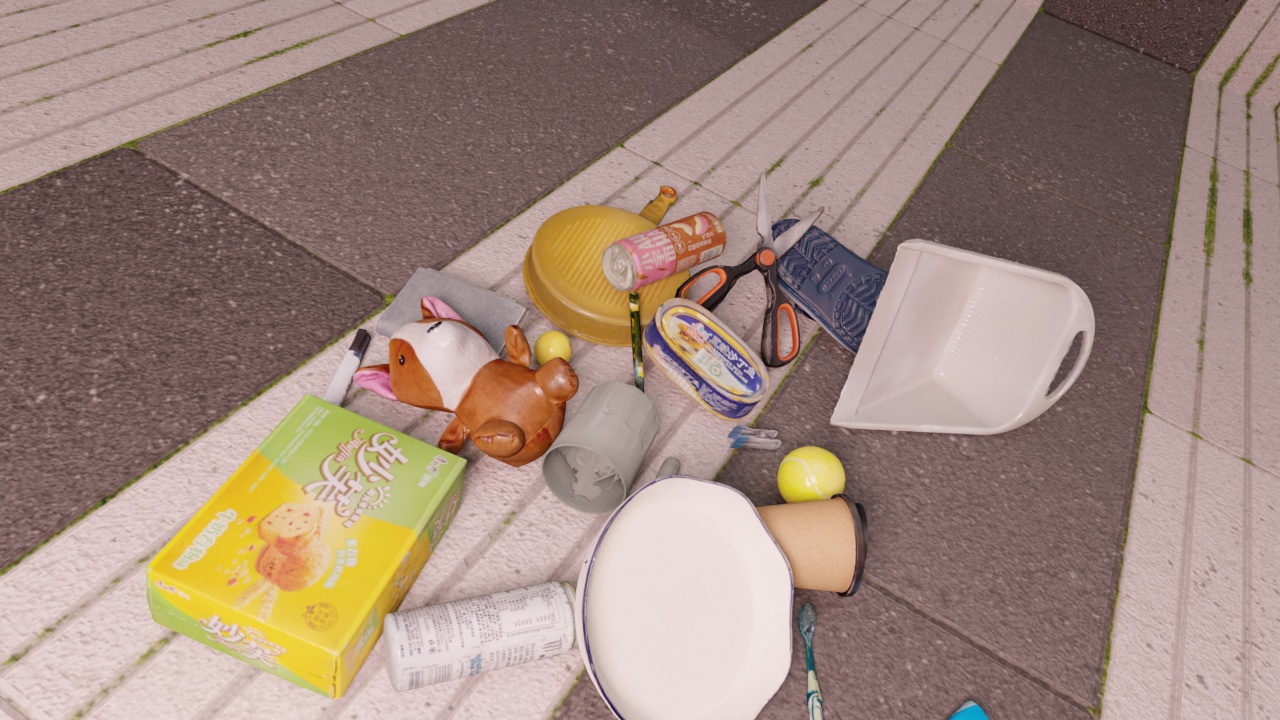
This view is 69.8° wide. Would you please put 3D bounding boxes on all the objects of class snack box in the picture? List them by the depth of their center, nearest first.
[{"bbox_3d":[-0.255,0.138,0.731,0.158,0.070,0.209,22,42,5],"label":"snack box"}]

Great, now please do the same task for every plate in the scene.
[{"bbox_3d":[0.033,0.195,0.721,0.204,0.046,0.204,9,74,-32],"label":"plate"}]

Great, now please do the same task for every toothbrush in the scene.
[{"bbox_3d":[0.145,0.283,0.753,0.016,0.018,0.191,12,42,-8],"label":"toothbrush"},{"bbox_3d":[-0.006,0.006,0.969,0.017,0.012,0.185,1,60,-7],"label":"toothbrush"}]

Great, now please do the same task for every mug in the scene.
[{"bbox_3d":[-0.021,0.094,0.865,0.124,0.084,0.103,44,40,-11],"label":"mug"}]

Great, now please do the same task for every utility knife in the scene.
[{"bbox_3d":[0.209,0.335,0.717,0.222,0.018,0.034,-20,56,-37],"label":"utility knife"}]

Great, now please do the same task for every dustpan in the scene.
[{"bbox_3d":[0.370,-0.009,1.002,0.257,0.223,0.143,-11,36,-43],"label":"dustpan"}]

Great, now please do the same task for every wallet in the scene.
[{"bbox_3d":[-0.196,-0.042,0.974,0.130,0.037,0.106,22,52,6],"label":"wallet"}]

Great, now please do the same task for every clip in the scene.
[{"bbox_3d":[0.120,0.081,0.959,0.058,0.026,0.036,7,49,-20],"label":"clip"}]

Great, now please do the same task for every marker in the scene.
[{"bbox_3d":[-0.288,0.016,0.890,0.018,0.023,0.130,5,41,2],"label":"marker"}]

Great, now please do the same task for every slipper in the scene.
[{"bbox_3d":[0.248,-0.076,1.127,0.253,0.105,0.095,35,-2,-3],"label":"slipper"}]

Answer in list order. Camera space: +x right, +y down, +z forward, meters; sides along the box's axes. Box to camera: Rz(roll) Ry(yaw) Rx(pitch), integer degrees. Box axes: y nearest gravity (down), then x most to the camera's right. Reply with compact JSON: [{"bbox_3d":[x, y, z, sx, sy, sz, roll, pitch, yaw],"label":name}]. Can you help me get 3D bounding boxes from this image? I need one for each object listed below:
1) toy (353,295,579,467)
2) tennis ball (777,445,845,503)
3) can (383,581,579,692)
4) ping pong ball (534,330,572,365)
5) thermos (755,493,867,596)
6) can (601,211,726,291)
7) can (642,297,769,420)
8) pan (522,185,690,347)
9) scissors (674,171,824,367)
[{"bbox_3d":[-0.165,0.017,0.866,0.200,0.131,0.139,30,60,25],"label":"toy"},{"bbox_3d":[0.168,0.117,0.905,0.065,0.066,0.065,10,42,-9],"label":"tennis ball"},{"bbox_3d":[-0.121,0.211,0.708,0.146,0.058,0.058,-6,47,-24],"label":"can"},{"bbox_3d":[-0.093,-0.011,0.972,0.040,0.040,0.040,10,42,-9],"label":"ping pong ball"},{"bbox_3d":[0.135,0.167,0.829,0.143,0.093,0.093,1,43,-6],"label":"thermos"},{"bbox_3d":[0.029,-0.125,1.046,0.147,0.058,0.058,-24,56,-34],"label":"can"},{"bbox_3d":[0.070,-0.002,0.984,0.148,0.049,0.074,42,58,7],"label":"can"},{"bbox_3d":[-0.013,-0.144,1.139,0.198,0.078,0.356,27,48,2],"label":"pan"},{"bbox_3d":[0.136,-0.097,1.061,0.220,0.022,0.232,-22,94,-17],"label":"scissors"}]
